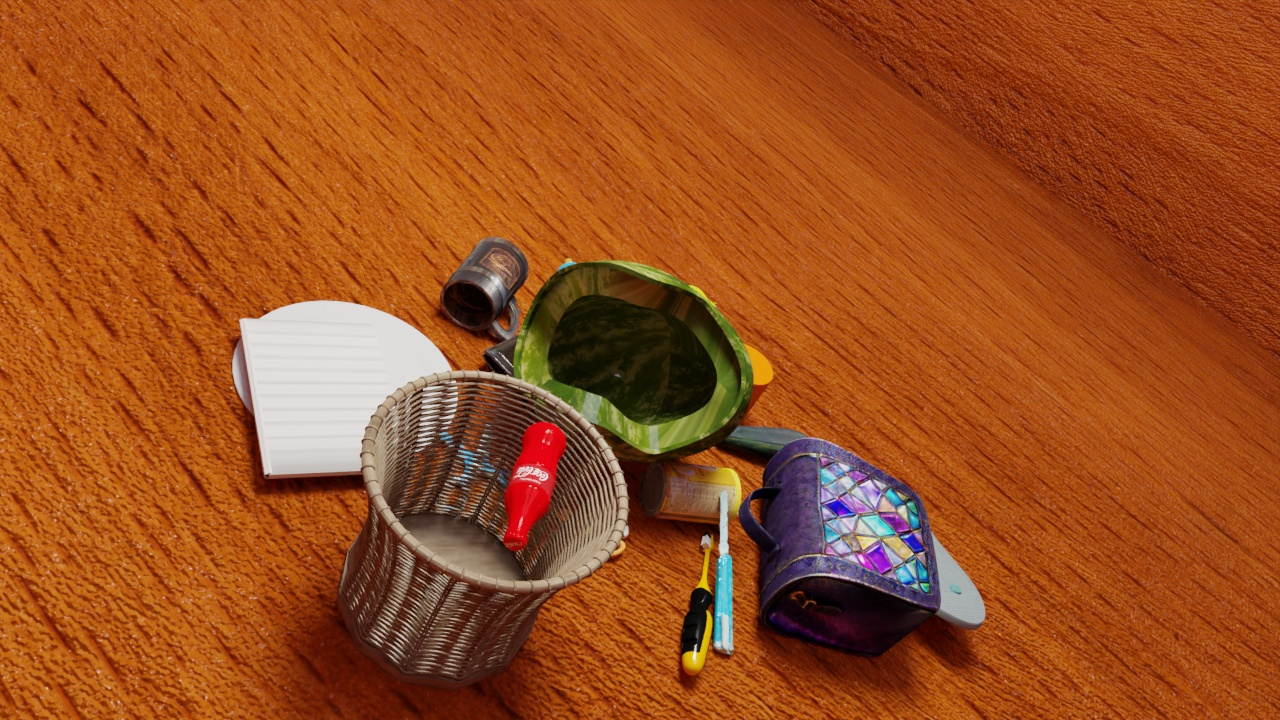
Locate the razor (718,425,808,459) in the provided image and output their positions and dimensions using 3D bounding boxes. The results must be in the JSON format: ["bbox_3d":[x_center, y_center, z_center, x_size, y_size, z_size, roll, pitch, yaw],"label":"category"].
[{"bbox_3d":[0.168,0.117,1.198,0.151,0.054,0.067,14,49,-13],"label":"razor"}]

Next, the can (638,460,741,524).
[{"bbox_3d":[0.058,0.153,1.063,0.105,0.068,0.067,10,41,-24],"label":"can"}]

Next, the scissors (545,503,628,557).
[{"bbox_3d":[-0.072,0.171,0.999,0.128,0.013,0.063,25,41,-3],"label":"scissors"}]

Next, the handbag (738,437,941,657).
[{"bbox_3d":[0.214,0.209,1.052,0.222,0.126,0.204,24,39,-11],"label":"handbag"}]

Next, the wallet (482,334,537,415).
[{"bbox_3d":[-0.123,0.016,1.126,0.120,0.031,0.099,45,36,12],"label":"wallet"}]

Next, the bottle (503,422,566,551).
[{"bbox_3d":[-0.086,0.099,0.722,0.036,0.036,0.118,23,38,-9],"label":"bottle"}]

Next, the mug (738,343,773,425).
[{"bbox_3d":[0.107,0.024,1.219,0.112,0.096,0.077,46,40,20],"label":"mug"}]

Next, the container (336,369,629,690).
[{"bbox_3d":[-0.151,0.156,0.810,0.226,0.197,0.226,18,39,-15],"label":"container"}]

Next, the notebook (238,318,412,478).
[{"bbox_3d":[-0.331,0.035,0.957,0.142,0.009,0.209,1,46,-33],"label":"notebook"}]

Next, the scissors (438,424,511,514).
[{"bbox_3d":[-0.166,0.121,0.990,0.137,0.011,0.133,18,39,-9],"label":"scissors"}]

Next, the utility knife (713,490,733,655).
[{"bbox_3d":[0.093,0.226,0.998,0.022,0.015,0.180,14,60,-15],"label":"utility knife"}]

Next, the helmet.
[{"bbox_3d":[-0.006,0.006,1.028,0.247,0.213,0.244,22,-7,-30],"label":"helmet"}]

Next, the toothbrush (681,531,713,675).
[{"bbox_3d":[0.065,0.255,0.984,0.031,0.031,0.196,54,26,-22],"label":"toothbrush"}]

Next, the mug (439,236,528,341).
[{"bbox_3d":[-0.188,-0.084,1.175,0.116,0.080,0.107,50,34,-18],"label":"mug"}]

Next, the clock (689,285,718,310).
[{"bbox_3d":[0.056,-0.064,1.299,0.119,0.083,0.057,7,37,-32],"label":"clock"}]

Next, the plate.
[{"bbox_3d":[-0.319,0.013,1.013,0.242,0.016,0.242,18,39,-15],"label":"plate"}]

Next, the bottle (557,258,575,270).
[{"bbox_3d":[-0.092,-0.093,1.259,0.051,0.051,0.146,12,41,-23],"label":"bottle"}]

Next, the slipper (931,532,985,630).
[{"bbox_3d":[0.341,0.247,1.170,0.098,0.055,0.268,12,29,-19],"label":"slipper"}]
